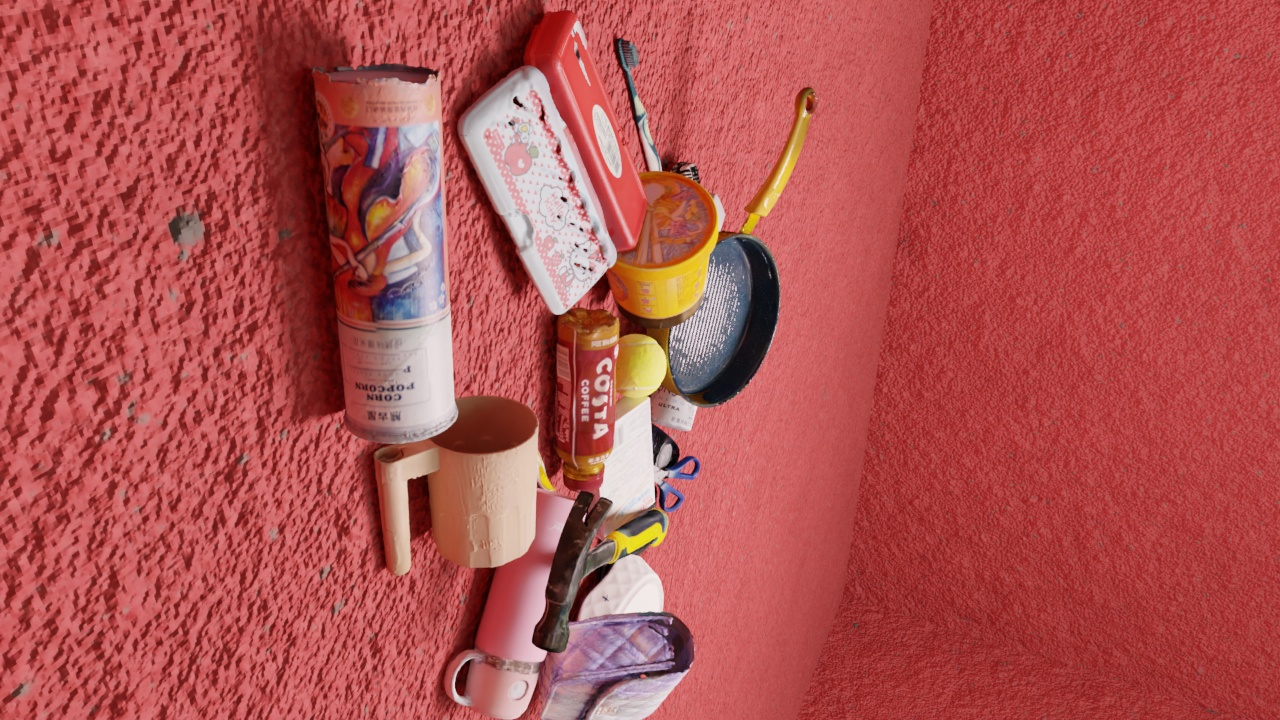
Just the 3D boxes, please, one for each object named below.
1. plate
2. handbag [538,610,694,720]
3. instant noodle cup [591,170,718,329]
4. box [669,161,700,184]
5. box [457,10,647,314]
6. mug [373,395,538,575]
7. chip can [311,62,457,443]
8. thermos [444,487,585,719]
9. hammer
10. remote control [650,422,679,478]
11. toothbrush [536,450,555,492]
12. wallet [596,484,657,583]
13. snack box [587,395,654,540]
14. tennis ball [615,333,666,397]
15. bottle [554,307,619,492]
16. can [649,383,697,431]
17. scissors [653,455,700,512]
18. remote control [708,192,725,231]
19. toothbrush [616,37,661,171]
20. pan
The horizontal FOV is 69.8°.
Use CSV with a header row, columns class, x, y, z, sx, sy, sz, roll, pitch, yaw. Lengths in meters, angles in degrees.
class,x,y,z,sx,sy,sz,roll,pitch,yaw
plate,-0.030,0.331,1.083,0.204,0.045,0.205,-47,147,-44
handbag,-0.030,0.309,0.899,0.194,0.134,0.075,107,-23,-57
instant noodle cup,0.015,-0.099,0.874,0.115,0.118,0.118,81,30,-58
box,0.044,-0.135,1.007,0.068,0.052,0.164,-71,166,-67
box,-0.057,-0.151,0.724,0.160,0.058,0.201,-61,146,-31
mug,-0.133,0.096,0.677,0.124,0.084,0.104,-19,125,-36
chip can,-0.148,-0.061,0.543,0.071,0.071,0.215,-39,137,-57
thermos,-0.112,0.211,0.815,0.087,0.067,0.198,22,82,-37
hammer,-0.023,0.179,0.891,0.323,0.032,0.126,6,98,-75
remote control,0.014,0.108,1.104,0.053,0.024,0.136,-69,154,-12
toothbrush,-0.086,0.123,0.876,0.192,0.018,0.016,75,33,-51
wallet,-0.017,0.210,1.100,0.122,0.020,0.096,-31,131,-59
snack box,-0.023,0.115,0.986,0.084,0.027,0.157,-35,137,-35
tennis ball,-0.006,0.005,0.942,0.065,0.065,0.065,14,89,-69
bottle,-0.052,0.040,0.859,0.057,0.057,0.175,-40,139,-57
can,0.051,0.008,1.093,0.058,0.058,0.146,31,74,-68
scissors,0.021,0.150,1.106,0.172,0.012,0.133,-17,128,-49
remote control,0.071,-0.133,1.112,0.056,0.019,0.135,49,57,-65
toothbrush,0.004,-0.233,0.891,0.192,0.018,0.016,69,39,-55
pan,0.114,-0.118,0.997,0.197,0.078,0.358,0,106,-50
